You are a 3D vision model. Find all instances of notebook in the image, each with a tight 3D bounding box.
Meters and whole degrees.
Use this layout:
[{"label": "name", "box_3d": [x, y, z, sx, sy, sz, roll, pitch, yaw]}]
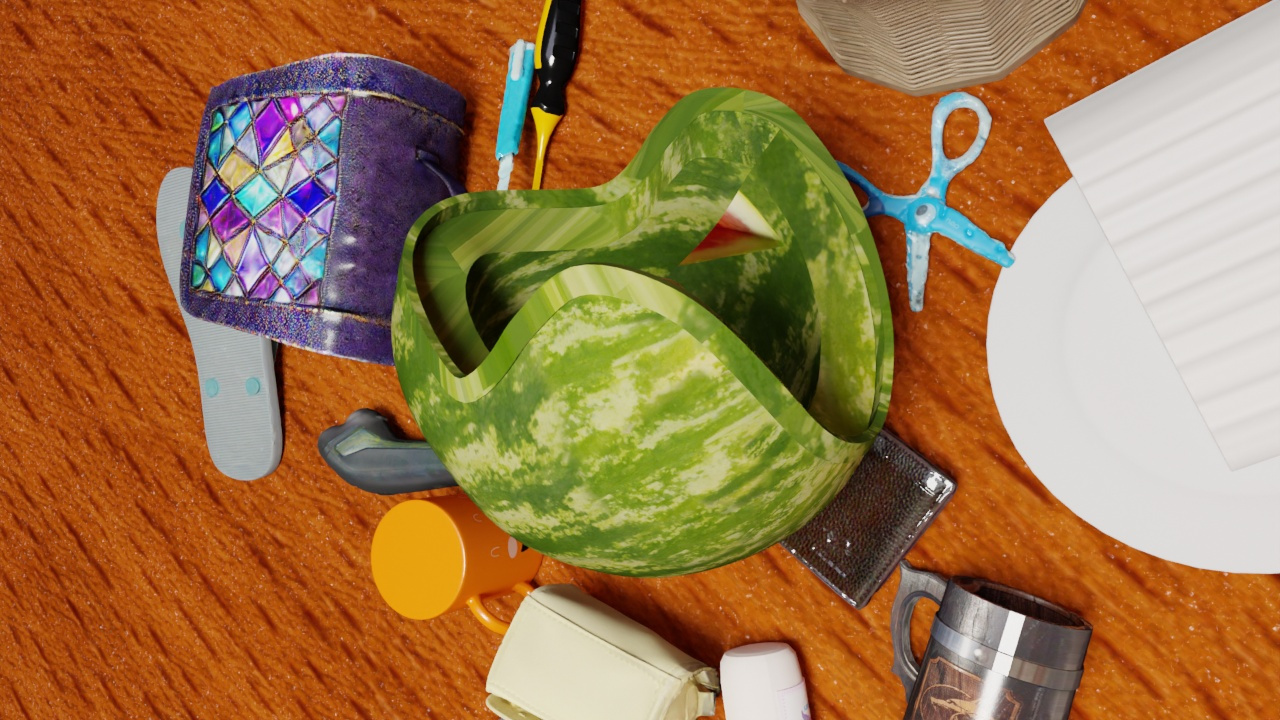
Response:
[{"label": "notebook", "box_3d": [0.321, -0.068, 0.461, 0.143, 0.009, 0.209, -27, 76, 23]}]

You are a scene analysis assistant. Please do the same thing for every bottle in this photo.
[{"label": "bottle", "box_3d": [0.082, 0.248, 0.555, 0.051, 0.051, 0.146, -12, 82, 25]}]

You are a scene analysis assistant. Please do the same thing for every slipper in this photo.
[{"label": "slipper", "box_3d": [-0.341, -0.033, 0.785, 0.098, 0.054, 0.269, -8, 94, 23]}]

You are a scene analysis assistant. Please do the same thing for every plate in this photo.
[{"label": "plate", "box_3d": [0.310, -0.011, 0.479, 0.243, 0.016, 0.242, -2, 86, 26]}]

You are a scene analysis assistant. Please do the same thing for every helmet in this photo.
[{"label": "helmet", "box_3d": [-0.003, 0.003, 0.495, 0.248, 0.212, 0.243, -14, 124, 36]}]

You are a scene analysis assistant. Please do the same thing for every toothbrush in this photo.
[{"label": "toothbrush", "box_3d": [-0.067, -0.184, 0.667, 0.031, 0.031, 0.197, 18, 101, 57]}]

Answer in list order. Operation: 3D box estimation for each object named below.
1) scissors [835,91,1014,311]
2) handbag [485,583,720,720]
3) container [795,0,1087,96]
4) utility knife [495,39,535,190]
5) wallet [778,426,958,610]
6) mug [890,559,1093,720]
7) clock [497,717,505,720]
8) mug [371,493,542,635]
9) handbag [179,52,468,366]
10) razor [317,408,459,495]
[{"label": "scissors", "box_3d": [0.160, -0.096, 0.555, 0.138, 0.011, 0.134, 4, 88, 21]}, {"label": "handbag", "box_3d": [-0.017, 0.201, 0.573, 0.119, 0.111, 0.081, 22, 85, 24]}, {"label": "container", "box_3d": [0.144, -0.260, 0.474, 0.227, 0.196, 0.227, -2, 86, 26]}, {"label": "utility knife", "box_3d": [-0.096, -0.156, 0.654, 0.022, 0.015, 0.180, -3, 65, 22]}, {"label": "wallet", "box_3d": [0.115, 0.076, 0.558, 0.120, 0.031, 0.099, 41, 108, 27]}, {"label": "mug", "box_3d": [0.177, 0.176, 0.506, 0.116, 0.080, 0.107, 19, 94, 52]}, {"label": "clock", "box_3d": [-0.064, 0.261, 0.608, 0.119, 0.083, 0.057, -23, 83, 26]}, {"label": "mug", "box_3d": [-0.113, 0.144, 0.631, 0.078, 0.095, 0.112, -48, 69, 15]}, {"label": "handbag", "box_3d": [-0.217, -0.103, 0.678, 0.222, 0.125, 0.205, 6, 88, 28]}, {"label": "razor", "box_3d": [-0.172, 0.069, 0.693, 0.152, 0.054, 0.067, -1, 77, 21]}]
